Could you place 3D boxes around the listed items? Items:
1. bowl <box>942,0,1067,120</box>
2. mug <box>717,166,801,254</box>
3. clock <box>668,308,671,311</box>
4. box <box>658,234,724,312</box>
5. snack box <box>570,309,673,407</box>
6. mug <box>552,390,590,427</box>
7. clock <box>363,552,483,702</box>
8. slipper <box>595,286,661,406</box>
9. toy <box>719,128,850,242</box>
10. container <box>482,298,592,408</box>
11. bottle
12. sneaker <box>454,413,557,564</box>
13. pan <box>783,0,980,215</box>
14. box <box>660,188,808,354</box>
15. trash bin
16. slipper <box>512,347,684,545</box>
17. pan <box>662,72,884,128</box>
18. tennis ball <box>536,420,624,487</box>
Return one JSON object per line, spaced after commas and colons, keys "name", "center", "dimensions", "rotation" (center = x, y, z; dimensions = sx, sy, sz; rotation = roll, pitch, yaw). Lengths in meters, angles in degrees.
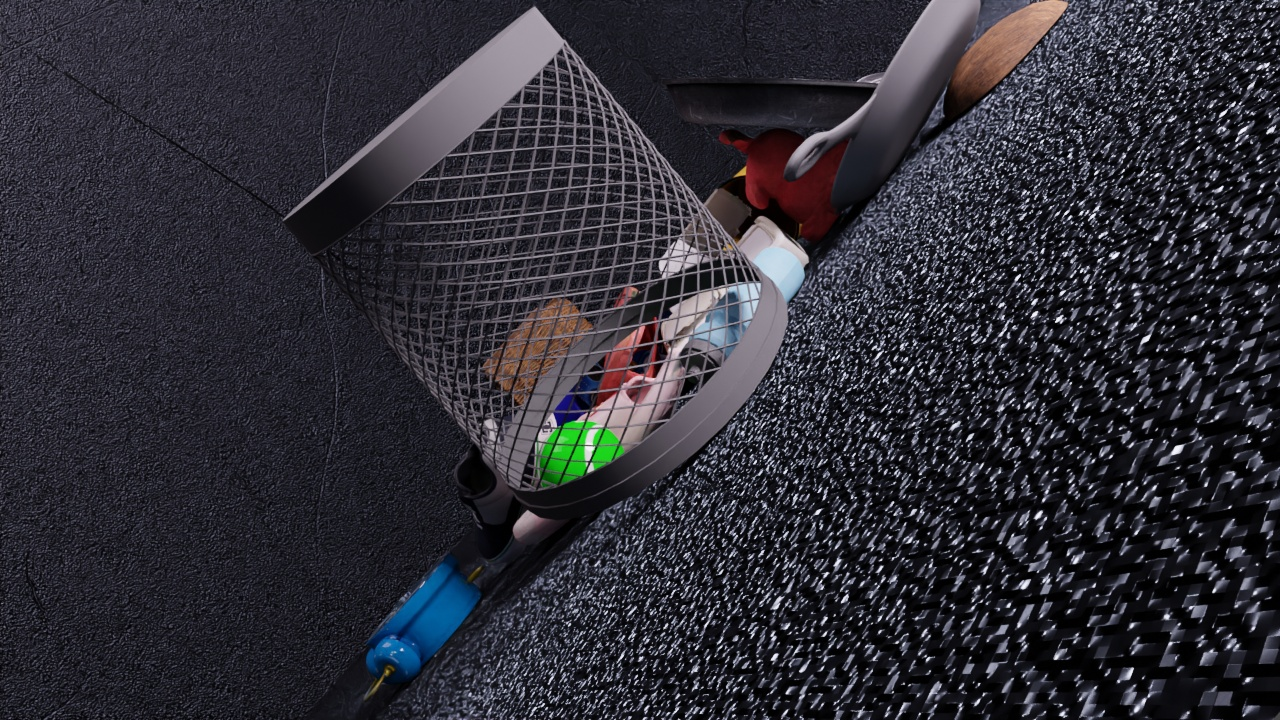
{"name": "bowl", "center": [0.257, -0.225, 0.672], "dimensions": [0.102, 0.026, 0.114], "rotation": [-48, 2, -8]}
{"name": "mug", "center": [0.137, -0.156, 1.002], "dimensions": [0.093, 0.101, 0.124], "rotation": [-48, -39, -51]}
{"name": "clock", "center": [0.071, -0.079, 1.225], "dimensions": [0.119, 0.057, 0.083], "rotation": [-54, 1, 10]}
{"name": "box", "center": [0.108, -0.112, 1.130], "dimensions": [0.109, 0.136, 0.120], "rotation": [-44, 46, 39]}
{"name": "snack box", "center": [-0.006, 0.006, 0.963], "dimensions": [0.151, 0.082, 0.027], "rotation": [-47, 4, 37]}
{"name": "mug", "center": [-0.055, 0.066, 1.054], "dimensions": [0.084, 0.079, 0.111], "rotation": [137, 147, -61]}
{"name": "clock", "center": [-0.225, 0.267, 0.916], "dimensions": [0.161, 0.060, 0.117], "rotation": [-51, 5, -27]}
{"name": "slipper", "center": [-0.010, 0.021, 0.869], "dimensions": [0.249, 0.059, 0.103], "rotation": [107, 174, -57]}
{"name": "toy", "center": [0.136, -0.180, 0.797], "dimensions": [0.094, 0.133, 0.087], "rotation": [-55, 8, 50]}
{"name": "container", "center": [-0.111, 0.019, 1.344], "dimensions": [0.162, 0.183, 0.249], "rotation": [-45, 3, 8]}
{"name": "bottle", "center": [0.071, -0.029, 0.658], "dimensions": [0.129, 0.040, 0.040], "rotation": [-49, 3, -31]}
{"name": "sneaker", "center": [-0.144, 0.126, 0.881], "dimensions": [0.079, 0.084, 0.236], "rotation": [-2, -36, -22]}
{"name": "pan", "center": [0.175, -0.173, 0.643], "dimensions": [0.353, 0.024, 0.217], "rotation": [-39, -22, -51]}
{"name": "box", "center": [0.058, -0.083, 0.830], "dimensions": [0.143, 0.070, 0.186], "rotation": [-48, 19, 11]}
{"name": "trash bin", "center": [-0.064, -0.060, 0.565], "dimensions": [0.218, 0.227, 0.217], "rotation": [-34, 22, 16]}
{"name": "slipper", "center": [-0.034, 0.070, 0.759], "dimensions": [0.222, 0.055, 0.106], "rotation": [-48, 0, 21]}
{"name": "pan", "center": [0.170, -0.230, 0.796], "dimensions": [0.187, 0.055, 0.355], "rotation": [15, 20, 42]}
{"name": "tennis ball", "center": [-0.043, 0.076, 0.670], "dimensions": [0.065, 0.065, 0.065], "rotation": [-48, 2, 2]}
